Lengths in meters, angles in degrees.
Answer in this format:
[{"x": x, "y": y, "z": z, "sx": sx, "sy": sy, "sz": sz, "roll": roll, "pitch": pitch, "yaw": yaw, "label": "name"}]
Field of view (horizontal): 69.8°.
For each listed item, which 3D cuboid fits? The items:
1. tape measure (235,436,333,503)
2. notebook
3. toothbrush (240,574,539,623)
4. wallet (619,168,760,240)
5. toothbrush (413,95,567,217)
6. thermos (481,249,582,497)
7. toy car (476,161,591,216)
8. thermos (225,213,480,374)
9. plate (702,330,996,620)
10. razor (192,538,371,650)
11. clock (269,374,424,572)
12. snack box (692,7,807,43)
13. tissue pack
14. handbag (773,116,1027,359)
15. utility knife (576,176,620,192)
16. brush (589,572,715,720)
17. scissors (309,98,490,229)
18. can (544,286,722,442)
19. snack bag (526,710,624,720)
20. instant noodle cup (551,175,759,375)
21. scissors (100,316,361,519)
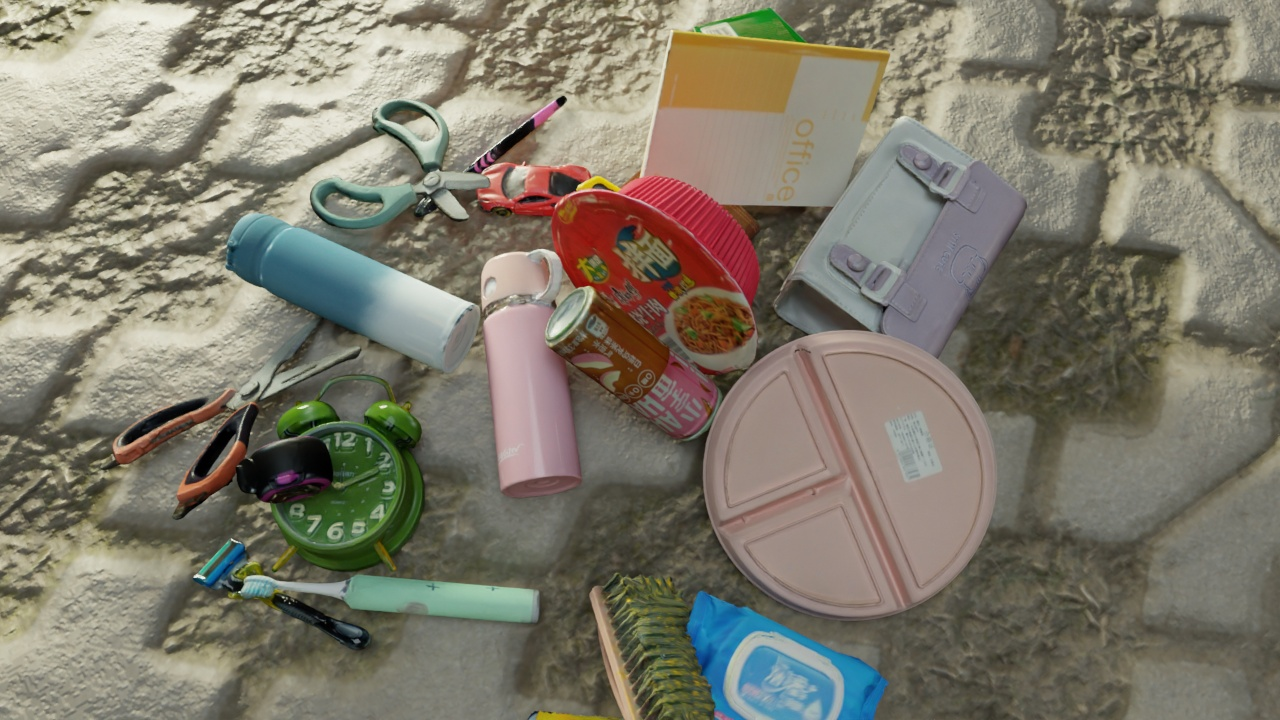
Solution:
[{"x": -0.254, "y": 0.082, "z": 0.666, "sx": 0.058, "sy": 0.057, "sz": 0.039, "roll": -22, "pitch": 74, "yaw": 7, "label": "tape measure"}, {"x": 0.103, "y": -0.197, "z": 0.776, "sx": 0.206, "sy": 0.146, "sz": 0.010, "roll": -3, "pitch": 36, "yaw": -24, "label": "notebook"}, {"x": -0.188, "y": 0.179, "z": 0.701, "sx": 0.224, "sy": 0.026, "sz": 0.027, "roll": 6, "pitch": 35, "yaw": -5, "label": "toothbrush"}, {"x": 0.032, "y": -0.123, "z": 0.829, "sx": 0.101, "sy": 0.032, "sz": 0.124, "roll": -43, "pitch": 76, "yaw": -12, "label": "wallet"}, {"x": -0.136, "y": -0.192, "z": 0.854, "sx": 0.189, "sy": 0.018, "sz": 0.014, "roll": -43, "pitch": 119, "yaw": -17, "label": "toothbrush"}, {"x": -0.086, "y": 0.006, "z": 0.749, "sx": 0.067, "sy": 0.087, "sz": 0.198, "roll": 12, "pitch": 62, "yaw": -44, "label": "thermos"}, {"x": -0.097, "y": -0.156, "z": 0.836, "sx": 0.106, "sy": 0.031, "sz": 0.049, "roll": 3, "pitch": 68, "yaw": 1, "label": "toy car"}, {"x": -0.245, "y": -0.061, "z": 0.778, "sx": 0.220, "sy": 0.070, "sz": 0.070, "roll": 24, "pitch": 71, "yaw": 7, "label": "thermos"}, {"x": 0.163, "y": 0.091, "z": 0.713, "sx": 0.229, "sy": 0.028, "sz": 0.229, "roll": 0, "pitch": 90, "yaw": 4, "label": "plate"}, {"x": -0.270, "y": 0.187, "z": 0.707, "sx": 0.143, "sy": 0.022, "sz": 0.042, "roll": 25, "pitch": 48, "yaw": 7, "label": "razor"}, {"x": -0.232, "y": 0.088, "z": 0.727, "sx": 0.116, "sy": 0.056, "sz": 0.161, "roll": 0, "pitch": 69, "yaw": -3, "label": "clock"}, {"x": 0.098, "y": -0.251, "z": 0.834, "sx": 0.118, "sy": 0.118, "sz": 0.105, "roll": -19, "pitch": 67, "yaw": -12, "label": "snack box"}, {"x": 0.099, "y": 0.243, "z": 0.682, "sx": 0.157, "sy": 0.052, "sz": 0.094, "roll": 24, "pitch": 71, "yaw": 7, "label": "tissue pack"}, {"x": 0.228, "y": -0.094, "z": 0.793, "sx": 0.145, "sy": 0.099, "sz": 0.196, "roll": 34, "pitch": 72, "yaw": 4, "label": "handbag"}, {"x": 0.009, "y": -0.116, "z": 0.803, "sx": 0.154, "sy": 0.015, "sz": 0.033, "roll": 34, "pitch": 75, "yaw": 11, "label": "utility knife"}, {"x": 0.008, "y": 0.226, "z": 0.655, "sx": 0.063, "sy": 0.073, "sz": 0.145, "roll": 12, "pitch": 38, "yaw": -32, "label": "brush"}, {"x": -0.212, "y": -0.183, "z": 0.835, "sx": 0.173, "sy": 0.019, "sz": 0.178, "roll": -1, "pitch": 63, "yaw": 11, "label": "scissors"}, {"x": -0.004, "y": 0.004, "z": 0.728, "sx": 0.147, "sy": 0.058, "sz": 0.057, "roll": 37, "pitch": 69, "yaw": -24, "label": "can"}, {"x": -0.040, "y": 0.351, "z": 0.647, "sx": 0.110, "sy": 0.039, "sz": 0.190, "roll": 9, "pitch": 70, "yaw": -11, "label": "snack bag"}, {"x": 0.024, "y": -0.075, "z": 0.729, "sx": 0.194, "sy": 0.194, "sz": 0.065, "roll": 35, "pitch": 63, "yaw": 10, "label": "instant noodle cup"}, {"x": -0.327, "y": 0.038, "z": 0.734, "sx": 0.189, "sy": 0.015, "sz": 0.221, "roll": -3, "pitch": 42, "yaw": 25, "label": "scissors"}]
